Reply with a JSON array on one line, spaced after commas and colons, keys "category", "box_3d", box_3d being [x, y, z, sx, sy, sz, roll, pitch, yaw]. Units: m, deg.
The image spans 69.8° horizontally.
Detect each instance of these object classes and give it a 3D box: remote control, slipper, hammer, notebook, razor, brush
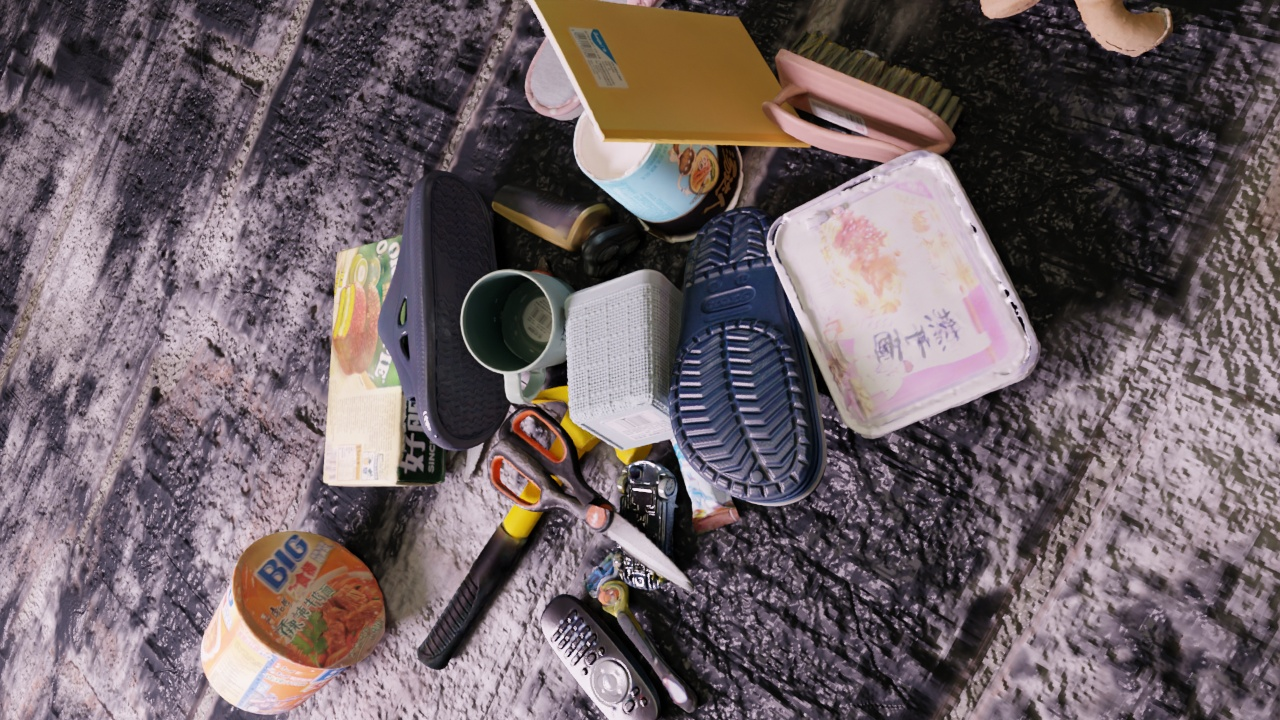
[{"category": "remote control", "box_3d": [-0.031, 0.251, 0.760, 0.136, 0.024, 0.053, 44, 103, 27]}, {"category": "slipper", "box_3d": [0.084, -0.001, 0.696, 0.105, 0.095, 0.252, -19, 55, 26]}, {"category": "hammer", "box_3d": [-0.113, 0.152, 0.820, 0.129, 0.032, 0.301, 39, 102, 30]}, {"category": "notebook", "box_3d": [0.028, -0.222, 0.708, 0.010, 0.205, 0.145, -50, 58, 47]}, {"category": "razor", "box_3d": [0.000, 0.225, 0.747, 0.043, 0.022, 0.142, -48, 62, 18]}, {"category": "slipper", "box_3d": [-0.023, -0.346, 0.835, 0.114, 0.054, 0.275, 44, 105, 29]}, {"category": "brush", "box_3d": [0.166, -0.187, 0.689, 0.146, 0.063, 0.073, 32, 82, 24]}, {"category": "razor", "box_3d": [-0.075, -0.124, 0.837, 0.167, 0.062, 0.068, 27, 127, 36]}, {"category": "slipper", "box_3d": [-0.182, -0.042, 0.837, 0.083, 0.110, 0.267, -20, 66, 33]}]

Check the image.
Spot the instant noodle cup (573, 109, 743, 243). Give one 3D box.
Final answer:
[{"category": "instant noodle cup", "box_3d": [0.010, -0.164, 0.747, 0.111, 0.120, 0.111, -6, 79, 30]}]

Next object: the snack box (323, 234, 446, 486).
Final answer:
[{"category": "snack box", "box_3d": [-0.247, 0.004, 0.901, 0.115, 0.063, 0.240, -7, 78, 36]}]

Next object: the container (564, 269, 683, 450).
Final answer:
[{"category": "container", "box_3d": [-0.004, 0.004, 0.731, 0.090, 0.090, 0.111, -17, 59, 26]}]

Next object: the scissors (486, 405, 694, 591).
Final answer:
[{"category": "scissors", "box_3d": [-0.037, 0.107, 0.751, 0.235, 0.021, 0.125, 11, 87, 31]}]

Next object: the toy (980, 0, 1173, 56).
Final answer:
[{"category": "toy", "box_3d": [0.280, -0.303, 0.638, 0.226, 0.082, 0.143, 41, 108, 26]}]

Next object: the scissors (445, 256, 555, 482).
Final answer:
[{"category": "scissors", "box_3d": [-0.146, 0.000, 0.876, 0.197, 0.015, 0.214, -30, 69, 23]}]

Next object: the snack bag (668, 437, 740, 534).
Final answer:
[{"category": "snack bag", "box_3d": [0.046, 0.085, 0.740, 0.048, 0.026, 0.104, -27, 69, 33]}]

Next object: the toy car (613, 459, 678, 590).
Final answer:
[{"category": "toy car", "box_3d": [0.006, 0.134, 0.752, 0.049, 0.031, 0.105, 1, 89, 32]}]

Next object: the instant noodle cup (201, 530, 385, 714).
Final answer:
[{"category": "instant noodle cup", "box_3d": [-0.338, 0.256, 0.878, 0.112, 0.151, 0.151, -48, 62, 25]}]

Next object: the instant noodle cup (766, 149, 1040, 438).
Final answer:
[{"category": "instant noodle cup", "box_3d": [0.182, -0.044, 0.648, 0.138, 0.060, 0.173, -25, 76, 15]}]

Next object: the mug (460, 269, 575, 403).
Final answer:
[{"category": "mug", "box_3d": [-0.095, -0.020, 0.787, 0.082, 0.106, 0.112, 2, 93, 12]}]
